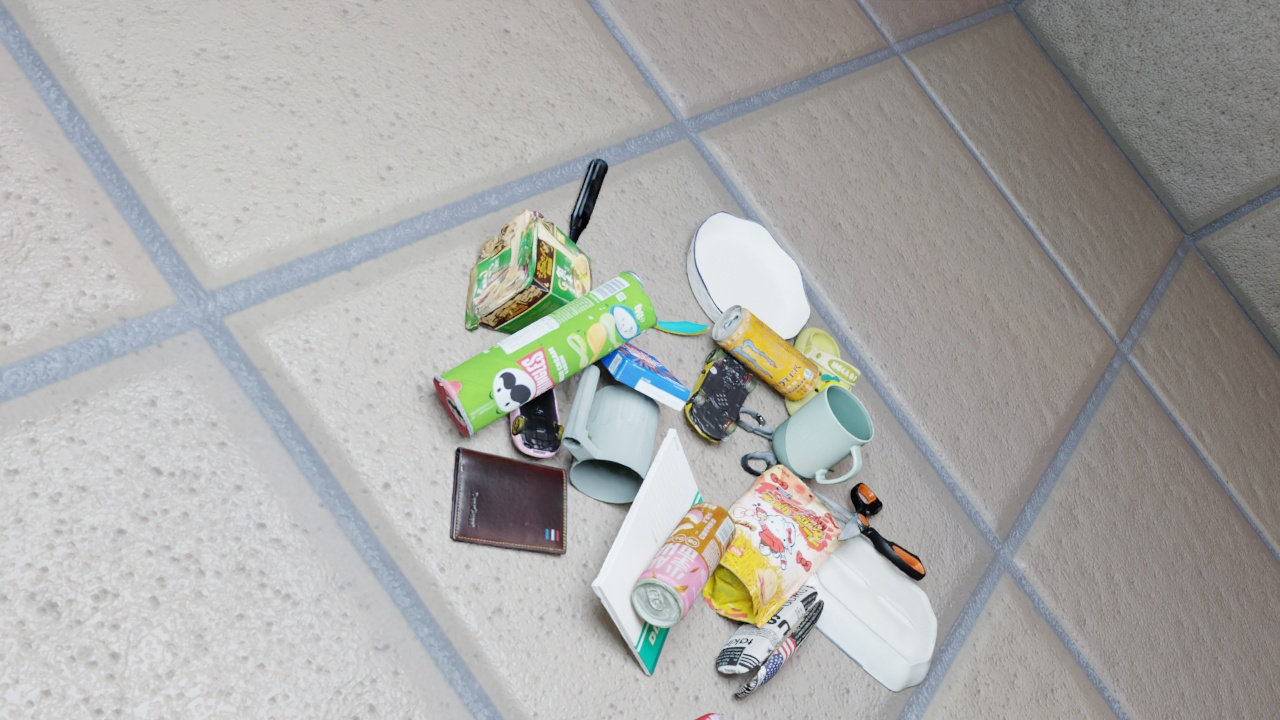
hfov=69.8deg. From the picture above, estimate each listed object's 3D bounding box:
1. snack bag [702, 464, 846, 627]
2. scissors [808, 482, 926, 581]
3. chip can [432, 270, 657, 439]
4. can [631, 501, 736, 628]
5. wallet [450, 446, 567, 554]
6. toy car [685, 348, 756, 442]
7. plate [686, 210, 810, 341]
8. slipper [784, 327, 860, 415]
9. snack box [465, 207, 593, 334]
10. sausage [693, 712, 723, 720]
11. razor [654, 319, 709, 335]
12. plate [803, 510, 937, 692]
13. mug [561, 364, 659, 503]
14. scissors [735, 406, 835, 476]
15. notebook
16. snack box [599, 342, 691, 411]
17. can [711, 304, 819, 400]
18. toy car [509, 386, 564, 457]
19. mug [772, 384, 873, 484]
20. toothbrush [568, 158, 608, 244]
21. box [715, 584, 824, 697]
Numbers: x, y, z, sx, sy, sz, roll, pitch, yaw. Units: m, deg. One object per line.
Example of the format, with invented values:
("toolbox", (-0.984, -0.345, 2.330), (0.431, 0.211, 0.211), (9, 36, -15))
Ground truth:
("snack bag", (0.150, 0.210, 1.060), (0.128, 0.073, 0.207), (42, 45, 15))
("scissors", (0.281, 0.205, 1.155), (0.221, 0.022, 0.223), (42, 21, -13))
("chip can", (-0.094, -0.010, 0.947), (0.235, 0.072, 0.072), (-32, 85, -20))
("can", (0.046, 0.203, 0.931), (0.058, 0.058, 0.146), (50, 36, -2))
("wallet", (-0.131, 0.143, 0.926), (0.122, 0.020, 0.096), (15, 55, -28))
("toy car", (0.096, 0.044, 1.146), (0.071, 0.041, 0.155), (41, 41, -10))
("plate", (0.146, -0.109, 1.280), (0.204, 0.046, 0.204), (18, 55, -28))
("slipper", (0.253, 0.021, 1.259), (0.091, 0.082, 0.190), (27, 47, -19))
("snack box", (-0.115, -0.084, 1.022), (0.105, 0.118, 0.117), (27, 49, -35))
("sausage", (0.027, 0.378, 0.902), (0.155, 0.020, 0.020), (-8, 69, -40))
("razor", (0.030, -0.052, 1.164), (0.132, 0.028, 0.043), (14, 24, -28))
("plate", (0.280, 0.290, 1.142), (0.265, 0.034, 0.161), (42, 46, -9))
("mug", (-0.035, 0.077, 0.983), (0.124, 0.084, 0.103), (53, 36, -37))
("scissors", (0.185, 0.112, 1.195), (0.172, 0.014, 0.159), (49, 45, -4))
("notebook", (0.020, 0.197, 0.958), (0.208, 0.012, 0.150), (-62, 140, -42))
("snack box", (-0.006, 0.006, 1.033), (0.084, 0.026, 0.157), (28, 7, -22))
("can", (0.163, -0.009, 1.184), (0.146, 0.058, 0.058), (36, 47, -22))
("toy car", (-0.116, 0.053, 0.983), (0.056, 0.037, 0.122), (15, 43, -29))
("mug", (0.229, 0.104, 1.141), (0.082, 0.107, 0.111), (9, 48, -42))
("toothbrush", (-0.078, -0.181, 1.165), (0.027, 0.026, 0.212), (9, 52, 8))
("box", (0.156, 0.313, 1.009), (0.163, 0.074, 0.079), (-28, 90, -47))
